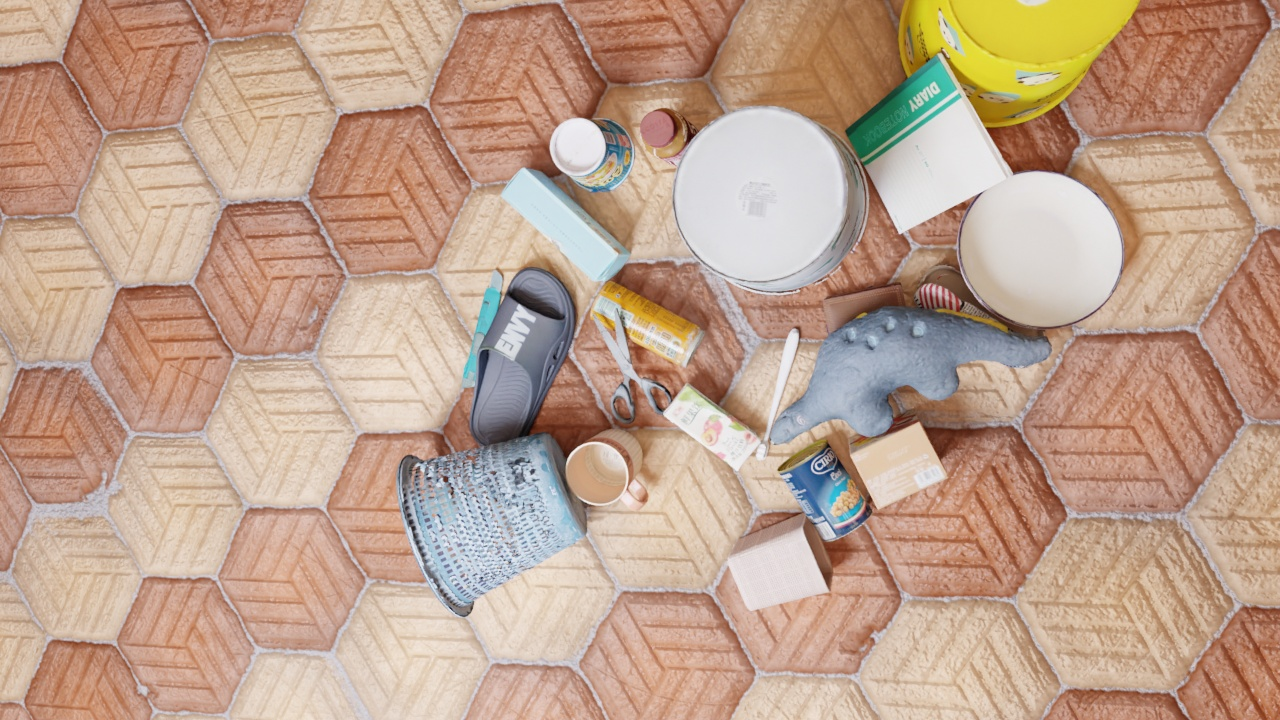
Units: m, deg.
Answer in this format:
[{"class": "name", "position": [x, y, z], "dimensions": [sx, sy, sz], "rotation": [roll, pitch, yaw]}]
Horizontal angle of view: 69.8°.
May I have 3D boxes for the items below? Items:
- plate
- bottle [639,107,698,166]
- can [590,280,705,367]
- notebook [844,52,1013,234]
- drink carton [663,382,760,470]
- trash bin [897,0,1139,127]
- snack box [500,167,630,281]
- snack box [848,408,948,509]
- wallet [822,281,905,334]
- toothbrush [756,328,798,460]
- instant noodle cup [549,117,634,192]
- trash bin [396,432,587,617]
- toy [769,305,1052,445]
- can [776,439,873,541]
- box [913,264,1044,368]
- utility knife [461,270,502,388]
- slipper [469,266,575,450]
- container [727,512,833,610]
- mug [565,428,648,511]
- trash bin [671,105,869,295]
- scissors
[{"class": "plate", "position": [0.467, -0.128, 1.086], "dimensions": [0.192, 0.039, 0.192], "rotation": [0, 82, 2]}, {"class": "bottle", "position": [0.036, -0.270, 1.109], "dimensions": [0.057, 0.174, 0.057], "rotation": [1, 97, 12]}, {"class": "can", "position": [0.008, -0.048, 1.204], "dimensions": [0.146, 0.058, 0.058], "rotation": [28, 102, 7]}, {"class": "notebook", "position": [0.319, -0.239, 1.048], "dimensions": [0.012, 0.209, 0.150], "rotation": [-29, 90, -17]}, {"class": "drink carton", "position": [0.093, 0.085, 1.204], "dimensions": [0.122, 0.045, 0.053], "rotation": [37, 96, -2]}, {"class": "trash bin", "position": [0.403, -0.380, 0.975], "dimensions": [0.230, 0.255, 0.229], "rotation": [2, 98, 11]}, {"class": "snack box", "position": [-0.096, -0.177, 1.202], "dimensions": [0.175, 0.074, 0.052], "rotation": [43, 103, 4]}, {"class": "snack box", "position": [0.318, 0.120, 1.140], "dimensions": [0.093, 0.094, 0.077], "rotation": [-28, 91, 14]}, {"class": "wallet", "position": [0.290, -0.030, 1.161], "dimensions": [0.101, 0.032, 0.124], "rotation": [-11, 94, 16]}, {"class": "toothbrush", "position": [0.179, 0.045, 1.200], "dimensions": [0.016, 0.016, 0.180], "rotation": [17, 100, 18]}, {"class": "instant noodle cup", "position": [-0.065, -0.266, 1.166], "dimensions": [0.099, 0.109, 0.099], "rotation": [1, 97, 11]}, {"class": "trash bin", "position": [-0.183, 0.197, 1.214], "dimensions": [0.195, 0.226, 0.226], "rotation": [-22, 92, 1]}, {"class": "toy", "position": [0.293, 0.008, 1.103], "dimensions": [0.357, 0.091, 0.138], "rotation": [-26, 104, 28]}, {"class": "can", "position": [0.236, 0.167, 1.174], "dimensions": [0.075, 0.075, 0.111], "rotation": [-33, 90, 14]}, {"class": "box", "position": [0.406, -0.045, 1.105], "dimensions": [0.163, 0.086, 0.076], "rotation": [34, 118, 3]}, {"class": "utility knife", "position": [-0.220, -0.041, 1.277], "dimensions": [0.029, 0.013, 0.174], "rotation": [17, 100, 9]}, {"class": "slipper", "position": [-0.168, 0.008, 1.239], "dimensions": [0.111, 0.083, 0.268], "rotation": [22, 103, 7]}, {"class": "container", "position": [0.181, 0.263, 1.194], "dimensions": [0.111, 0.089, 0.090], "rotation": [-23, 92, 17]}, {"class": "mug", "position": [-0.034, 0.149, 1.214], "dimensions": [0.114, 0.105, 0.082], "rotation": [44, 104, 4]}, {"class": "trash bin", "position": [0.147, -0.185, 1.057], "dimensions": [0.230, 0.251, 0.229], "rotation": [2, 97, 13]}, {"class": "scissors", "position": [-0.020, 0.014, 1.209], "dimensions": [0.165, 0.014, 0.163], "rotation": [27, 121, -12]}]
